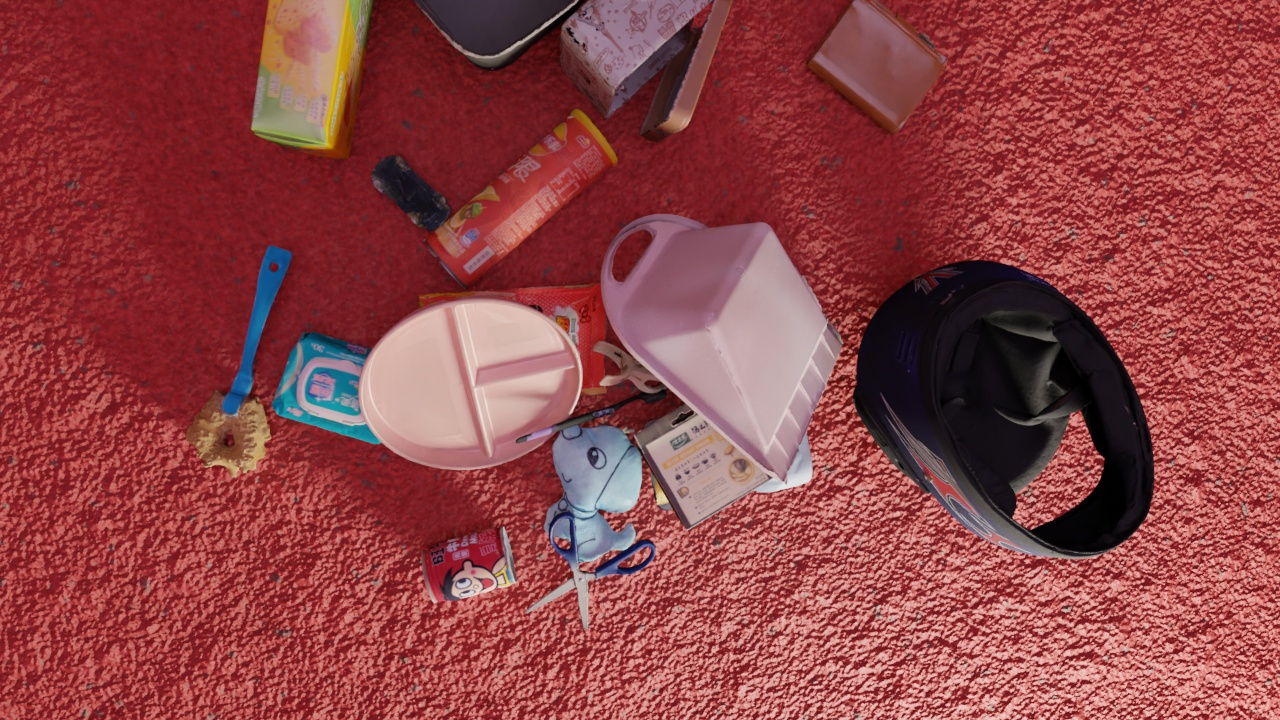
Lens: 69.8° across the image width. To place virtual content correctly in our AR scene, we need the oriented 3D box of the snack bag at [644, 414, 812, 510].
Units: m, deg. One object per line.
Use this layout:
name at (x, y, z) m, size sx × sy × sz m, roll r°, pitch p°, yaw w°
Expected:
snack bag at (0.103, 0.106, 1.062) m, size 0.191 × 0.039 × 0.110 m, roll -10°, pitch 88°, yaw -7°

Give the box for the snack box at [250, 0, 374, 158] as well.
snack box at (-0.308, -0.307, 0.882) m, size 0.070 × 0.157 × 0.210 m, roll 10°, pitch 96°, yaw -11°

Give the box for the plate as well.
plate at (-0.175, 0.024, 0.955) m, size 0.229 × 0.028 × 0.230 m, roll -9°, pitch 132°, yaw -11°

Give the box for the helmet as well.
helmet at (0.371, 0.050, 0.982) m, size 0.247 × 0.240 × 0.315 m, roll -30°, pitch 89°, yaw -4°

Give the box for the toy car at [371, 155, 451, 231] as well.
toy car at (-0.243, -0.177, 0.973) m, size 0.090 × 0.034 × 0.043 m, roll 42°, pitch 93°, yaw -9°

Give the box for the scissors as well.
scissors at (-0.064, 0.238, 1.045) m, size 0.176 × 0.012 × 0.162 m, roll -25°, pitch 117°, yaw 5°

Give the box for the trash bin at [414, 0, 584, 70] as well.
trash bin at (-0.136, -0.390, 0.865) m, size 0.198 × 0.220 × 0.199 m, roll -38°, pitch 101°, yaw -1°

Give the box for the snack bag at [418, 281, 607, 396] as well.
snack bag at (-0.136, -0.020, 0.999) m, size 0.207 × 0.073 × 0.129 m, roll -2°, pitch 105°, yaw -16°

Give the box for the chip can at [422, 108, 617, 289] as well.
chip can at (-0.126, -0.169, 0.972) m, size 0.216 × 0.073 × 0.073 m, roll -42°, pitch 101°, yaw -1°

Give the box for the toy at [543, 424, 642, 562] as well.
toy at (-0.050, 0.143, 1.038) m, size 0.156 × 0.050 × 0.161 m, roll -45°, pitch 106°, yaw 2°

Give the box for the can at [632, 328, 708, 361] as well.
can at (0.049, -0.025, 1.007) m, size 0.083 × 0.057 × 0.101 m, roll 30°, pitch 55°, yaw -13°

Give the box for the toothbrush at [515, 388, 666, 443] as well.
toothbrush at (-0.050, 0.062, 1.014) m, size 0.188 × 0.016 × 0.014 m, roll -18°, pitch 138°, yaw -25°

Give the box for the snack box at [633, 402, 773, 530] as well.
snack box at (0.066, 0.103, 1.009) m, size 0.113 × 0.053 × 0.125 m, roll -30°, pitch 95°, yaw -6°

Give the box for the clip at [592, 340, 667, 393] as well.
clip at (-0.005, 0.010, 1.013) m, size 0.099 × 0.035 × 0.070 m, roll 14°, pitch 51°, yaw -34°

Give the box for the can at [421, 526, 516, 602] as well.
can at (-0.190, 0.228, 1.020) m, size 0.093 × 0.066 × 0.066 m, roll -14°, pitch 99°, yaw -6°

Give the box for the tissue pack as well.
tissue pack at (-0.314, 0.030, 0.983) m, size 0.133 × 0.050 × 0.093 m, roll 17°, pitch 95°, yaw -10°

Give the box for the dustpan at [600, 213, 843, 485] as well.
dustpan at (0.086, -0.036, 0.994) m, size 0.221 × 0.139 × 0.273 m, roll -56°, pitch 128°, yaw -38°

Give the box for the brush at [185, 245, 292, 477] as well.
brush at (-0.412, 0.003, 0.963) m, size 0.083 × 0.046 × 0.255 m, roll 18°, pitch 101°, yaw -7°

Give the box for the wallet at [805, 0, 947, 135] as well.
wallet at (0.266, -0.335, 1.025) m, size 0.132 × 0.031 × 0.108 m, roll 34°, pitch 95°, yaw -12°

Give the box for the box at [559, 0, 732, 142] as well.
box at (0.020, -0.303, 0.921) m, size 0.146 × 0.181 × 0.148 m, roll -41°, pitch 97°, yaw -1°
